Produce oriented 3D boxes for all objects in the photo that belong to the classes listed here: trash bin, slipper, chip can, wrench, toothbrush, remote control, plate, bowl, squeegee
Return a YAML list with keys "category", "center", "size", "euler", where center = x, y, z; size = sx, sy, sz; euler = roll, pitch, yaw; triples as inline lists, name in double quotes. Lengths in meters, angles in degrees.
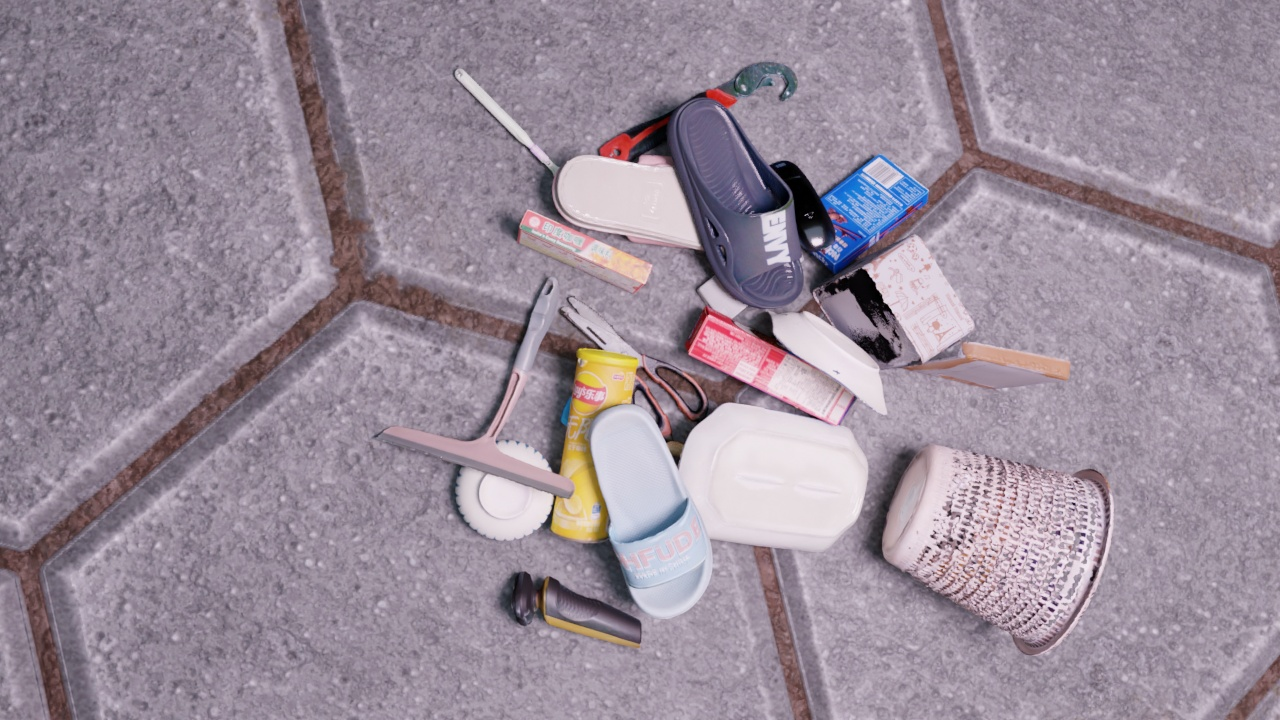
- category: "trash bin"
  center: [0.399, 0.199, 1.068]
  size: [0.192, 0.227, 0.227]
  euler: [21, 83, 5]
- category: "slipper"
  center: [0.026, -0.190, 1.101]
  size: [0.274, 0.054, 0.114]
  euler: [2, 90, -19]
- category: "chip can"
  center: [-0.052, 0.096, 1.044]
  size: [0.072, 0.072, 0.213]
  euler: [8, 96, -8]
- category: "slipper"
  center: [0.010, 0.165, 0.986]
  size: [0.104, 0.074, 0.245]
  euler: [-17, 100, 4]
- category: "wrench"
  center: [0.072, -0.306, 1.137]
  size: [0.273, 0.016, 0.056]
  euler: [-26, 90, -10]
- category: "toothbrush"
  center: [-0.152, -0.280, 1.099]
  size: [0.189, 0.020, 0.029]
  euler: [44, 113, -2]
- category: "remote control"
  center: [0.136, -0.106, 1.131]
  size: [0.135, 0.019, 0.056]
  euler: [-40, 93, -9]
- category: "plate"
  center: [0.166, 0.142, 1.071]
  size: [0.265, 0.034, 0.162]
  euler: [13, 89, -25]
- category: "bowl"
  center: [-0.153, 0.149, 1.045]
  size: [0.116, 0.066, 0.116]
  euler: [1, 86, -9]
- category: "squeegee"
  center: [-0.143, 0.017, 1.062]
  size: [0.248, 0.040, 0.249]
  euler: [15, 71, 19]
- category: "slipper"
  center: [0.118, -0.180, 1.062]
  size: [0.110, 0.083, 0.268]
  euler: [-30, 101, -17]
- category: "remote control"
  center: [0.193, -0.194, 1.120]
  size: [0.053, 0.024, 0.136]
  euler: [-23, 67, -4]
- category: "plate"
  center: [0.224, -0.011, 1.068]
  size: [0.163, 0.164, 0.034]
  euler: [34, 106, -6]

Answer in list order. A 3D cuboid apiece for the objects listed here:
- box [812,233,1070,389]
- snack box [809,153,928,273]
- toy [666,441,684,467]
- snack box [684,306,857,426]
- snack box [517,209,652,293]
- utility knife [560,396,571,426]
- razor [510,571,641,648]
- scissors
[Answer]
- category: "box"
  center: [0.342, -0.028, 1.078]
  size: [0.274, 0.179, 0.125]
  euler: [34, 81, -4]
- category: "snack box"
  center: [0.269, -0.183, 1.136]
  size: [0.157, 0.026, 0.084]
  euler: [-37, 62, -9]
- category: "toy"
  center: [0.057, 0.142, 1.071]
  size: [0.157, 0.066, 0.105]
  euler: [-36, 86, -24]
- category: "snack box"
  center: [0.157, 0.008, 1.099]
  size: [0.207, 0.057, 0.058]
  euler: [26, 103, -7]
- category: "snack box"
  center: [-0.067, -0.125, 1.072]
  size: [0.155, 0.077, 0.027]
  euler: [24, 82, -7]
- category: "utility knife"
  center: [-0.009, 0.123, 1.095]
  size: [0.216, 0.018, 0.034]
  euler: [41, 81, -6]
- category: "razor"
  center: [-0.073, 0.296, 1.061]
  size: [0.167, 0.062, 0.068]
  euler: [23, 113, -12]
- category: "scissors"
  center: [-0.016, 0.015, 1.101]
  size: [0.205, 0.015, 0.196]
  euler: [5, 86, -8]
